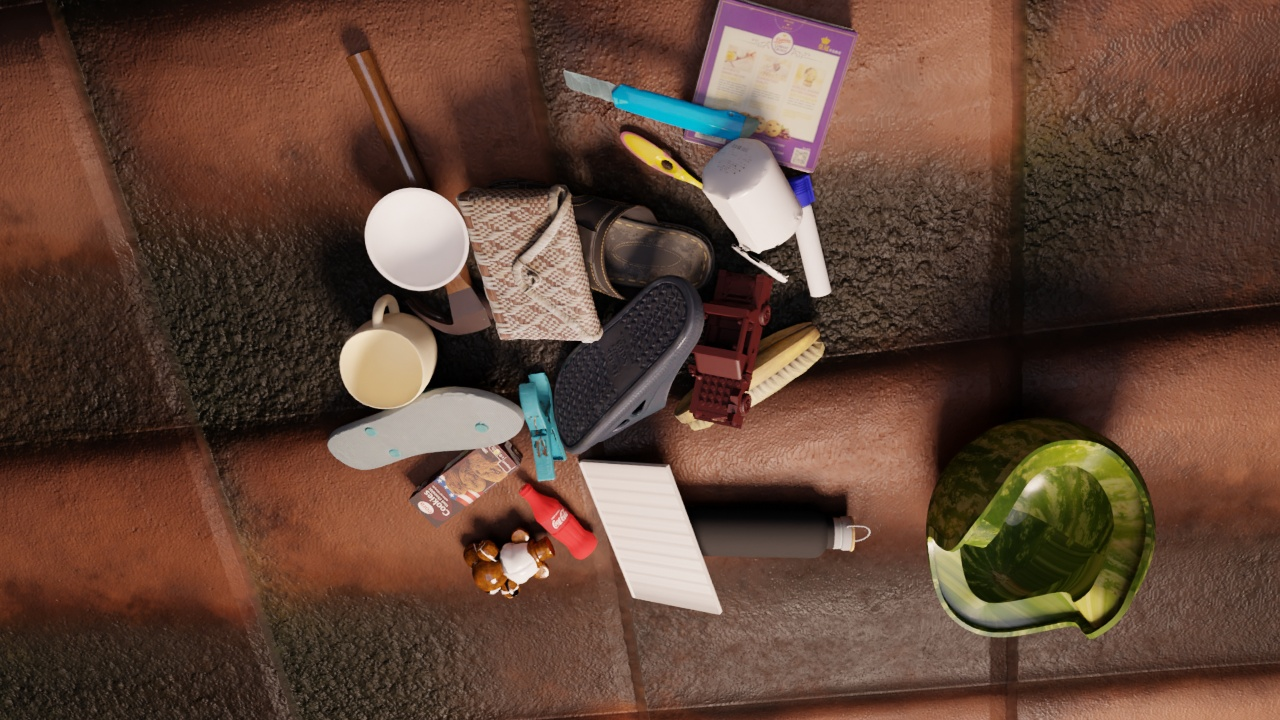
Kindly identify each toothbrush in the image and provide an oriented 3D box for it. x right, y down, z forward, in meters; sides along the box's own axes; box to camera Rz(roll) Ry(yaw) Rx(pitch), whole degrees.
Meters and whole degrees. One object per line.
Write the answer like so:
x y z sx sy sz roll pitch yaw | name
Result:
0.036 -0.208 0.994 0.135 0.016 0.021 31 114 -9 | toothbrush

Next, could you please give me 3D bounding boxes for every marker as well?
0.186 -0.136 1.010 0.027 0.023 0.133 -22 110 -11 | marker

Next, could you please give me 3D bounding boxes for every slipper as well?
-0.260 0.069 1.094 0.269 0.054 0.098 -14 134 22 | slipper
-0.006 0.006 1.038 0.083 0.110 0.269 5 141 -42 | slipper
-0.050 -0.128 0.999 0.268 0.075 0.113 15 111 -2 | slipper

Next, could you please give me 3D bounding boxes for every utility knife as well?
0.019 -0.260 0.933 0.205 0.015 0.031 16 111 -3 | utility knife

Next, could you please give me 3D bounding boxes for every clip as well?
-0.120 0.081 1.079 0.028 0.113 0.127 -7 98 10 | clip

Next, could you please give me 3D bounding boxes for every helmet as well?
0.428 0.179 1.006 0.213 0.247 0.242 30 70 10 | helmet

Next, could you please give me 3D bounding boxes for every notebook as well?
0.011 0.215 1.126 0.143 0.009 0.210 -2 116 41 | notebook

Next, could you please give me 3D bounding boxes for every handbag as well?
-0.115 -0.097 0.973 0.124 0.046 0.186 4 127 22 | handbag

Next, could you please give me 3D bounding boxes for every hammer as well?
-0.245 -0.179 1.016 0.115 0.033 0.323 -18 109 8 | hammer

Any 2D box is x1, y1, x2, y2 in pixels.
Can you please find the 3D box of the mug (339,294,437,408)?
-0.282 -0.017 1.044 0.096 0.099 0.120 -2 109 3 | mug

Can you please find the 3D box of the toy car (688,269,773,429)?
0.095 -0.015 1.003 0.070 0.061 0.169 11 87 29 | toy car

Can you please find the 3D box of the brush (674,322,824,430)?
0.125 0.021 1.057 0.196 0.059 0.043 -34 115 17 | brush

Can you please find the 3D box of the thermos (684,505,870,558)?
0.165 0.211 1.127 0.231 0.061 0.061 0 111 3 | thermos

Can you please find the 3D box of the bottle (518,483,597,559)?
-0.106 0.199 1.153 0.036 0.036 0.119 -40 104 17 | bottle

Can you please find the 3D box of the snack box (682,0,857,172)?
0.130 -0.283 0.945 0.143 0.040 0.148 15 112 -2 | snack box

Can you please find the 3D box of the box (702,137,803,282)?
0.125 -0.151 0.968 0.092 0.083 0.166 -55 136 -8 | box

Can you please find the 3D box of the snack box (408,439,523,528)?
-0.217 0.146 1.141 0.141 0.031 0.051 -37 105 16 | snack box

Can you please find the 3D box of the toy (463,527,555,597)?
-0.164 0.257 1.169 0.112 0.067 0.087 -26 108 3 | toy

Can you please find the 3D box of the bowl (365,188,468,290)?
-0.237 -0.134 0.993 0.110 0.040 0.110 0 109 0 | bowl
